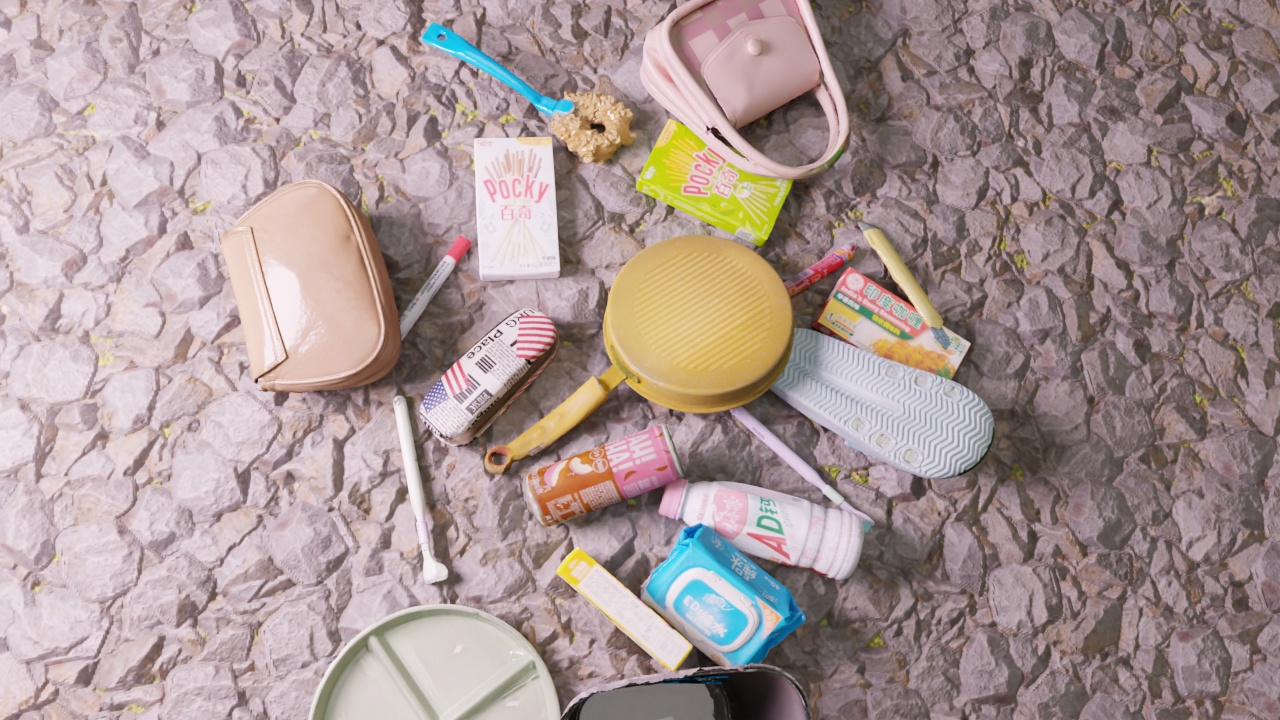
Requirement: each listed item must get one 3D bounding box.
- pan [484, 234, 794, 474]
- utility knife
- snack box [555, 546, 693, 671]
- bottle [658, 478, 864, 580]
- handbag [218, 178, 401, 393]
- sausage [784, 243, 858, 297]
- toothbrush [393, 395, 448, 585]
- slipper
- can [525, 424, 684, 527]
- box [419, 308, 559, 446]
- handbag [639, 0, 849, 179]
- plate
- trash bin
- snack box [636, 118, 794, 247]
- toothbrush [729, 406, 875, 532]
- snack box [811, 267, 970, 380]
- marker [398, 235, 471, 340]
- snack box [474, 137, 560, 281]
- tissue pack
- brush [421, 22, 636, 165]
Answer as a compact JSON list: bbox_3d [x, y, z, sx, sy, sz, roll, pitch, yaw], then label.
[{"bbox_3d":[-0.006,0.005,0.935,0.356,0.078,0.197,-31,66,-16],"label":"pan"},{"bbox_3d":[0.290,-0.085,0.997,0.030,0.019,0.176,-13,58,-30],"label":"utility knife"},{"bbox_3d":[-0.018,0.232,0.862,0.140,0.087,0.033,38,75,4],"label":"snack box"},{"bbox_3d":[0.118,0.159,0.909,0.197,0.068,0.068,16,74,2],"label":"bottle"},{"bbox_3d":[-0.320,-0.066,0.902,0.148,0.100,0.204,-18,78,-3],"label":"handbag"},{"bbox_3d":[0.178,-0.088,1.000,0.155,0.020,0.020,-31,81,-13],"label":"sausage"},{"bbox_3d":[-0.220,0.125,0.903,0.029,0.020,0.189,-21,75,22],"label":"toothbrush"},{"bbox_3d":[0.237,0.047,0.949,0.245,0.074,0.104,27,75,17],"label":"slipper"},{"bbox_3d":[-0.035,0.112,0.891,0.147,0.058,0.058,-20,79,2],"label":"can"},{"bbox_3d":[-0.152,0.010,0.910,0.075,0.076,0.163,42,78,11],"label":"box"},{"bbox_3d":[0.133,-0.299,1.008,0.193,0.093,0.234,-33,86,-20],"label":"handbag"},{"bbox_3d":[-0.188,0.342,0.846,0.230,0.027,0.230,1,75,-6],"label":"plate"},{"bbox_3d":[0.030,0.353,0.768,0.199,0.220,0.198,-5,77,-7],"label":"trash bin"},{"bbox_3d":[0.083,-0.196,1.014,0.156,0.026,0.085,26,74,1],"label":"snack box"},{"bbox_3d":[0.163,0.110,0.950,0.189,0.029,0.021,43,35,7],"label":"toothbrush"},{"bbox_3d":[0.270,-0.027,0.991,0.156,0.027,0.077,33,73,2],"label":"snack box"},{"bbox_3d":[-0.222,-0.069,0.952,0.017,0.017,0.145,31,75,2],"label":"marker"},{"bbox_3d":[-0.133,-0.163,0.982,0.084,0.027,0.156,-3,77,-7],"label":"snack box"},{"bbox_3d":[0.074,0.227,0.868,0.140,0.063,0.090,39,109,4],"label":"tissue pack"},{"bbox_3d":[-0.122,-0.297,1.002,0.254,0.046,0.083,29,78,-4],"label":"brush"}]
